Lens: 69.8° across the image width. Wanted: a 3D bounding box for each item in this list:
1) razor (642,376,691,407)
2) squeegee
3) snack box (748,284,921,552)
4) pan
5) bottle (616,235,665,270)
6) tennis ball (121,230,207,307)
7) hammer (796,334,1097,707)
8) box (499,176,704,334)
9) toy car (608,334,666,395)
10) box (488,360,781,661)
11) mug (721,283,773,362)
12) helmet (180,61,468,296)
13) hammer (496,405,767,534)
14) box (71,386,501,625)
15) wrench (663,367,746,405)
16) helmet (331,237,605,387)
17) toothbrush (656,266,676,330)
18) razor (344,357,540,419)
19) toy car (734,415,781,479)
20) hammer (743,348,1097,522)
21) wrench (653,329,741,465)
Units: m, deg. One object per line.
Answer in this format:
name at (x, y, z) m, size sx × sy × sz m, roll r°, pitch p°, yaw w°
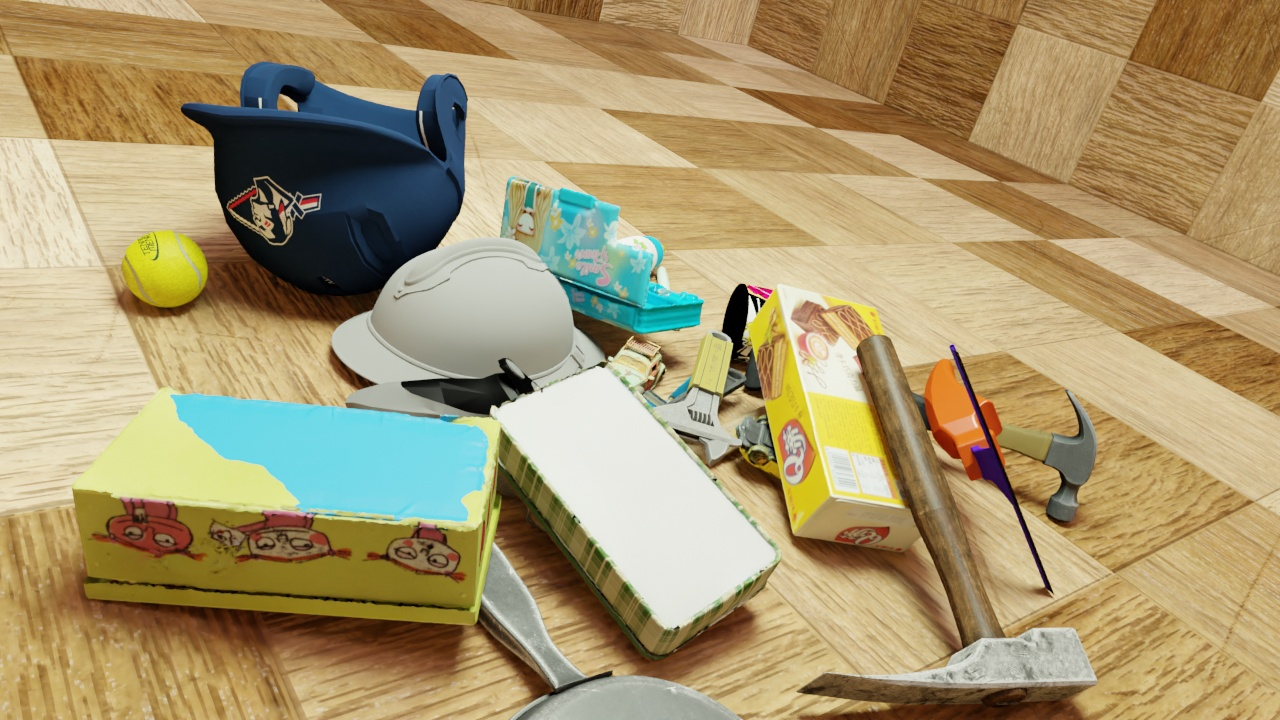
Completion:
razor at (0.044, 0.027, 0.882) m, size 0.042 × 0.022 × 0.143 m, roll 38°, pitch 31°, yaw 10°
squeegee at (0.275, 0.052, 0.780) m, size 0.055 × 0.250 × 0.184 m, roll -22°, pitch 26°, yaw 17°
snack box at (0.171, 0.044, 0.788) m, size 0.110 × 0.062 × 0.229 m, roll 11°, pitch 46°, yaw -19°
pan at (-0.039, 0.188, 0.512) m, size 0.187 × 0.055 × 0.357 m, roll -5°, pitch 38°, yaw -35°
bottle at (-0.010, -0.124, 1.109) m, size 0.051 × 0.051 × 0.145 m, roll 29°, pitch 29°, yaw 24°
tennis ball at (-0.407, -0.078, 0.788) m, size 0.065 × 0.065 × 0.065 m, roll 13°, pitch 27°, yaw -7°
hammer at (0.182, 0.100, 0.672) m, size 0.217 × 0.037 × 0.300 m, roll 7°, pitch 51°, yaw -23°
box at (-0.043, -0.115, 0.946) m, size 0.227 × 0.121 × 0.097 m, roll 22°, pitch 23°, yaw 40°
toy car at (-0.006, 0.005, 0.868) m, size 0.047 × 0.047 × 0.111 m, roll 23°, pitch 26°, yaw 10°
box at (-0.011, 0.095, 0.631) m, size 0.117 × 0.050 × 0.205 m, roll -25°, pitch 59°, yaw -36°
mug at (0.143, -0.034, 1.004) m, size 0.098 × 0.082 × 0.118 m, roll 11°, pitch 0°, yaw -11°
helmet at (-0.288, -0.174, 0.850) m, size 0.232 × 0.223 × 0.272 m, roll 9°, pitch -6°, yaw 18°
hammer at (0.033, 0.085, 0.772) m, size 0.119 × 0.031 × 0.330 m, roll 33°, pitch 28°, yaw 29°
box at (-0.197, 0.086, 0.552) m, size 0.221 × 0.081 × 0.124 m, roll 7°, pitch 27°, yaw -7°
wrench at (0.032, 0.045, 0.799) m, size 0.073 × 0.018 × 0.272 m, roll 31°, pitch 26°, yaw 20°
helmet at (-0.137, -0.056, 0.835) m, size 0.270 × 0.118 × 0.183 m, roll -7°, pitch 34°, yaw -41°
toothbrush at (0.031, -0.077, 1.081) m, size 0.022 × 0.015 × 0.154 m, roll 44°, pitch 17°, yaw -24°
razor at (-0.154, 0.034, 0.731) m, size 0.156 × 0.060 × 0.057 m, roll -8°, pitch 19°, yaw -5°
toy car at (0.128, 0.085, 0.797) m, size 0.107 × 0.030 × 0.049 m, roll 30°, pitch 39°, yaw -3°
hammer at (0.265, 0.047, 0.888) m, size 0.333 × 0.118 × 0.025 m, roll 17°, pitch 14°, yaw 15°
wrench at (0.055, 0.023, 0.821) m, size 0.083 × 0.018 × 0.272 m, roll 23°, pitch 24°, yaw 0°
